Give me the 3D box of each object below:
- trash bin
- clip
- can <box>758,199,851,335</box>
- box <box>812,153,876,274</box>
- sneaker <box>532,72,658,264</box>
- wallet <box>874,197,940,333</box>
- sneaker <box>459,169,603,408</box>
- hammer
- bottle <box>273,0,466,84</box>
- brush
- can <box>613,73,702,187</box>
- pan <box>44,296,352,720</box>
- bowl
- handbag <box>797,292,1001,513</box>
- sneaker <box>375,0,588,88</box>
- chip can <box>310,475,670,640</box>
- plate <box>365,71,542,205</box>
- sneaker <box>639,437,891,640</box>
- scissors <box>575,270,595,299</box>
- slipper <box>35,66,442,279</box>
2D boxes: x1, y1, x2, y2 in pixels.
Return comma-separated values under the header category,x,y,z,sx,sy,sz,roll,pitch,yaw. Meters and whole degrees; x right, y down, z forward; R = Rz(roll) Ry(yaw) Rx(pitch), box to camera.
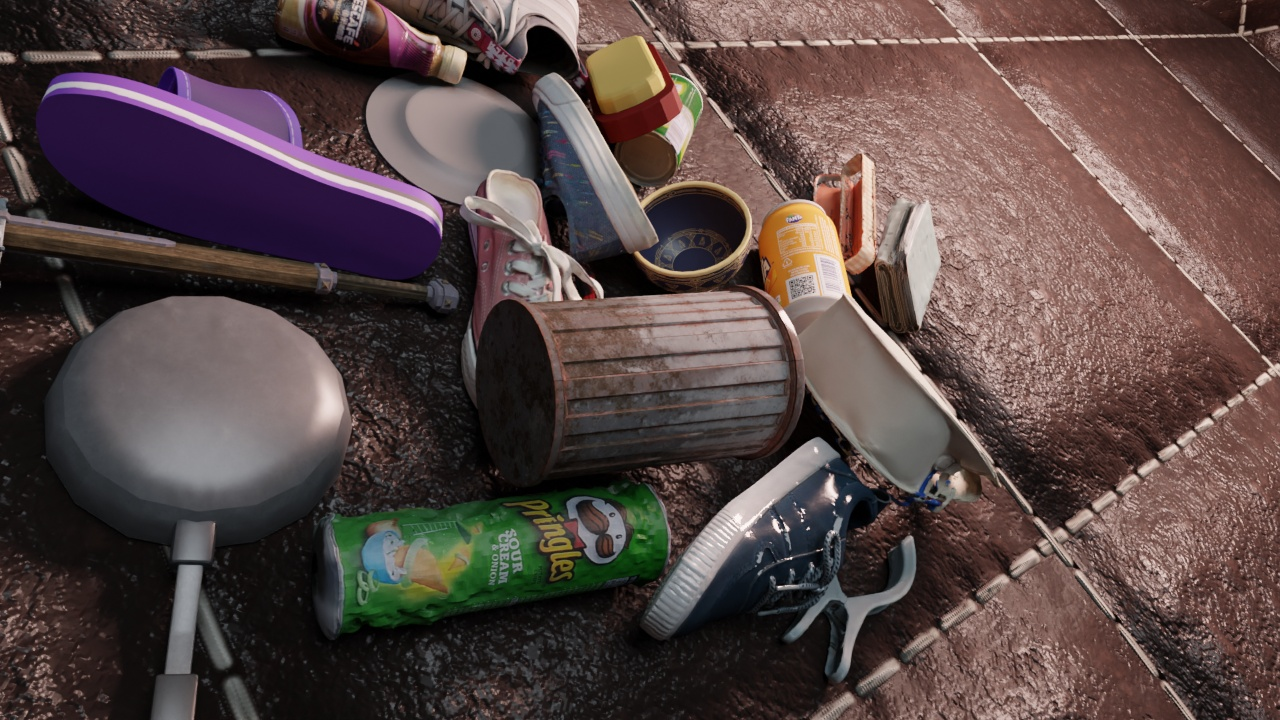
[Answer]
category,x,y,z,sx,sy,sz,roll,pitch,yaw
trash bin,0.006,0.015,0.645,0.210,0.131,0.130,-4,58,-32
clip,0.185,0.190,0.728,0.141,0.029,0.171,31,46,-3
can,0.160,-0.084,0.896,0.079,0.079,0.142,15,49,-21
box,0.220,-0.155,1.000,0.043,0.083,0.186,36,41,-22
sneaker,-0.061,-0.171,0.842,0.079,0.087,0.235,-29,54,2
wallet,0.285,-0.103,0.985,0.100,0.054,0.131,65,34,-31
sneaker,-0.091,-0.063,0.718,0.118,0.088,0.240,7,57,-27
hammer,-0.277,-0.066,0.637,0.316,0.028,0.147,7,19,-34
bottle,-0.243,-0.296,0.838,0.166,0.060,0.059,16,49,-20
brush,-0.013,-0.278,0.917,0.173,0.082,0.042,-104,170,-53
can,0.020,-0.238,0.944,0.067,0.068,0.120,29,46,-8
pan,-0.255,0.100,0.525,0.178,0.041,0.356,8,52,-26
bowl,0.048,-0.104,0.849,0.112,0.061,0.112,-5,56,7
handbag,0.220,0.050,0.798,0.199,0.093,0.200,36,18,-34
sneaker,-0.166,-0.334,0.887,0.262,0.097,0.128,7,46,-35
chip can,-0.092,0.122,0.584,0.222,0.076,0.075,-1,56,-31
plate,-0.162,-0.210,0.851,0.178,0.012,0.178,16,49,-19
sneaker,0.096,0.140,0.659,0.087,0.089,0.234,43,49,19
scissors,-0.014,-0.004,0.754,0.178,0.015,0.193,-20,63,-35
slipper,-0.274,-0.144,0.666,0.266,0.108,0.083,16,50,-28
